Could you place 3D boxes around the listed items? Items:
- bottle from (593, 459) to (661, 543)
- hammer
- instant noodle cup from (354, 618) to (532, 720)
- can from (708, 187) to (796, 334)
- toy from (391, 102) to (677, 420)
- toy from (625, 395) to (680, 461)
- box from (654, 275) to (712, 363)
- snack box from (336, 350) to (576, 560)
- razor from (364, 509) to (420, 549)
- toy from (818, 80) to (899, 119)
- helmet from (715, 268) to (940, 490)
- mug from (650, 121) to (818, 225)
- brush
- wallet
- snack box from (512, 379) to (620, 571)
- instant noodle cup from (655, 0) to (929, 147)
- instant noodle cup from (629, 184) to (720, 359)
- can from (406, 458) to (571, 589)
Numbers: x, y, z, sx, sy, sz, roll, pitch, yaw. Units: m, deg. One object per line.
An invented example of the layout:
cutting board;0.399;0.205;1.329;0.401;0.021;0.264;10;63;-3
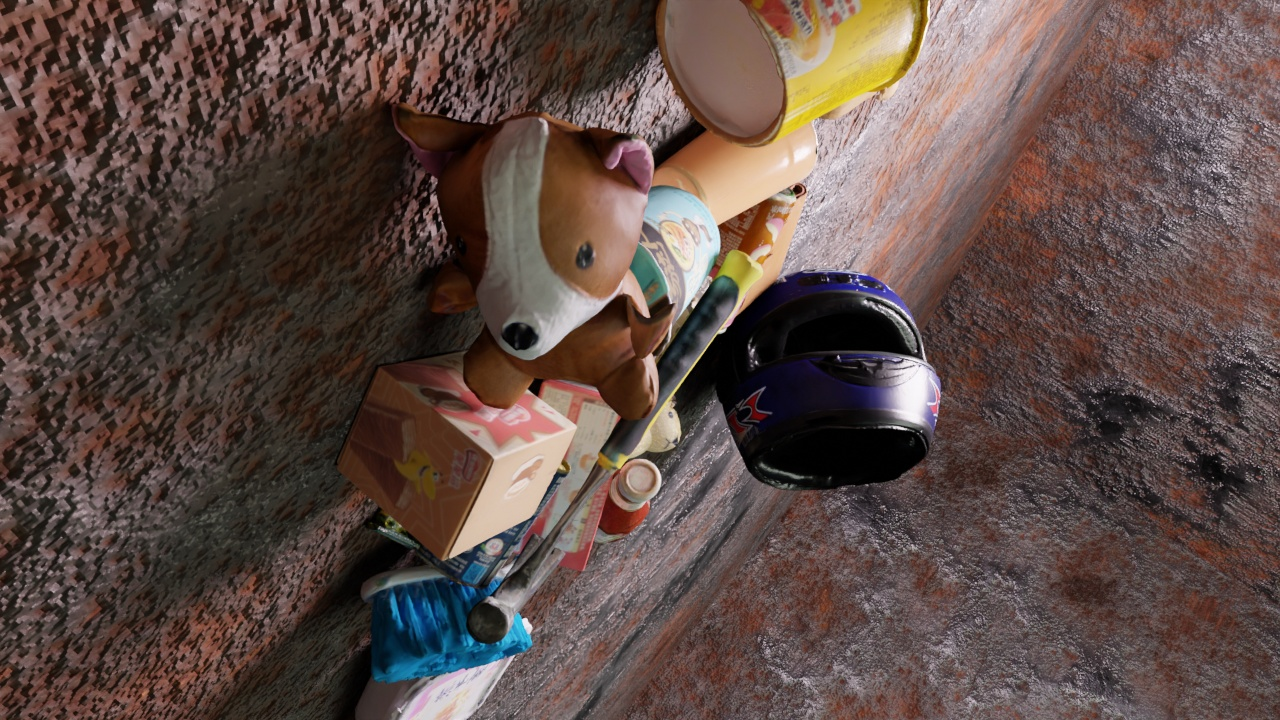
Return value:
bottle;-0.018;0.125;0.826;0.059;0.060;0.206;-48;176;-20
hammer;-0.015;0.058;0.673;0.323;0.032;0.126;-55;177;3
instant noodle cup;-0.186;0.283;0.814;0.137;0.060;0.174;-18;146;-48
can;0.086;-0.099;0.848;0.057;0.058;0.148;-25;146;-57
toy;-0.050;-0.044;0.475;0.200;0.140;0.130;90;5;-51
toy;-0.024;0.078;0.881;0.156;0.066;0.105;-19;129;-38
box;-0.005;0.004;0.774;0.185;0.060;0.089;-63;178;27
snack box;-0.111;0.053;0.565;0.092;0.094;0.077;-15;137;-62
razor;-0.136;0.072;0.643;0.132;0.028;0.043;-51;132;-2
toy;0.180;-0.261;0.759;0.143;0.082;0.226;-46;165;1
helmet;0.216;0.010;1.067;0.316;0.247;0.240;98;-8;-70
mug;0.068;-0.147;0.700;0.122;0.078;0.078;-36;155;-31
brush;-0.114;0.194;0.767;0.061;0.109;0.314;-36;154;19
wallet;0.130;-0.115;0.979;0.107;0.031;0.132;-43;157;-37
snack box;-0.061;0.091;0.743;0.025;0.075;0.153;-88;-166;-73
instant noodle cup;0.083;-0.202;0.553;0.109;0.138;0.138;-37;157;-21
instant noodle cup;-0.003;-0.066;0.626;0.120;0.111;0.111;-46;162;-49
can;-0.114;0.105;0.682;0.111;0.075;0.075;-55;162;2
